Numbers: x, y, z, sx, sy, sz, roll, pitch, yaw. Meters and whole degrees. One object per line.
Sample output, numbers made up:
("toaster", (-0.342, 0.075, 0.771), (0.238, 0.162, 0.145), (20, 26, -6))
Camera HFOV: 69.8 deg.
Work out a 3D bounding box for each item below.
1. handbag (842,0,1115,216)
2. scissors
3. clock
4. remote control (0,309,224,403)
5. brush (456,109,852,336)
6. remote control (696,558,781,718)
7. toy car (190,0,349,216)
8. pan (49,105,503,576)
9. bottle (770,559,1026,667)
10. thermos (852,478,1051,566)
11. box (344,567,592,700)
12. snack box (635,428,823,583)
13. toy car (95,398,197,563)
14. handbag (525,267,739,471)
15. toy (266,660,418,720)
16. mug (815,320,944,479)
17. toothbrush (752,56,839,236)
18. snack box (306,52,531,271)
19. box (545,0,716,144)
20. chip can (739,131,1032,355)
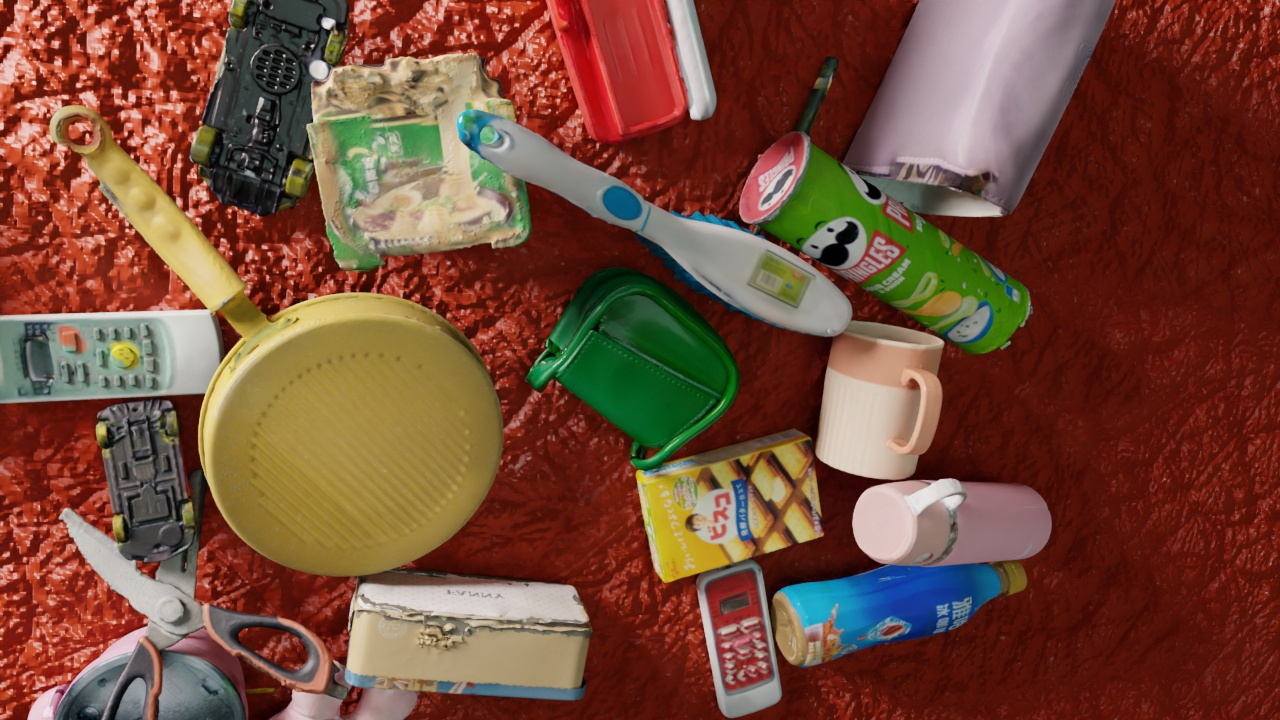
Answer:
("handbag", (0.244, -0.203, 0.642), (0.098, 0.145, 0.197), (21, 97, -16))
("scissors", (-0.300, 0.181, 0.594), (0.222, 0.015, 0.188), (38, 63, -4))
("clock", (-0.346, 0.251, 0.630), (0.158, 0.060, 0.117), (-37, 109, -7))
("remote control", (-0.343, -0.003, 0.594), (0.135, 0.019, 0.056), (-2, 102, -15))
("brush", (0.018, -0.085, 0.598), (0.314, 0.109, 0.060), (24, 96, -24))
("remote control", (0.083, 0.232, 0.761), (0.055, 0.020, 0.136), (-14, 105, -13))
("toy car", (-0.228, -0.169, 0.575), (0.070, 0.042, 0.158), (18, 103, -17))
("pan", (-0.235, -0.008, 0.593), (0.197, 0.078, 0.357), (-39, 121, -7))
("bottle", (0.220, 0.200, 0.766), (0.218, 0.065, 0.065), (-10, 104, -13))
("thermos", (0.251, 0.120, 0.713), (0.198, 0.067, 0.087), (10, 136, -40))
("box", (-0.117, 0.196, 0.663), (0.184, 0.090, 0.062), (11, 95, -13))
("snack box", (0.072, 0.113, 0.726), (0.140, 0.034, 0.087), (-13, 105, -10))
("toy car", (-0.322, 0.079, 0.601), (0.049, 0.031, 0.106), (-11, 84, -20))
("handbag", (-0.004, 0.004, 0.667), (0.131, 0.068, 0.120), (40, 97, -20))
("toy", (-0.225, 0.285, 0.668), (0.121, 0.054, 0.160), (22, 105, -21))
("mug", (0.187, 0.033, 0.695), (0.081, 0.114, 0.106), (3, 103, -18))
("toothbrush", (0.108, -0.138, 0.686), (0.012, 0.017, 0.186), (21, 97, -20))
("snack box", (-0.139, -0.126, 0.577), (0.118, 0.105, 0.117), (-9, 106, -12))
("box", (-0.010, -0.247, 0.587), (0.095, 0.101, 0.201), (-20, 106, -11))
("chip can", (0.186, -0.081, 0.683), (0.236, 0.072, 0.072), (26, 94, -24))
